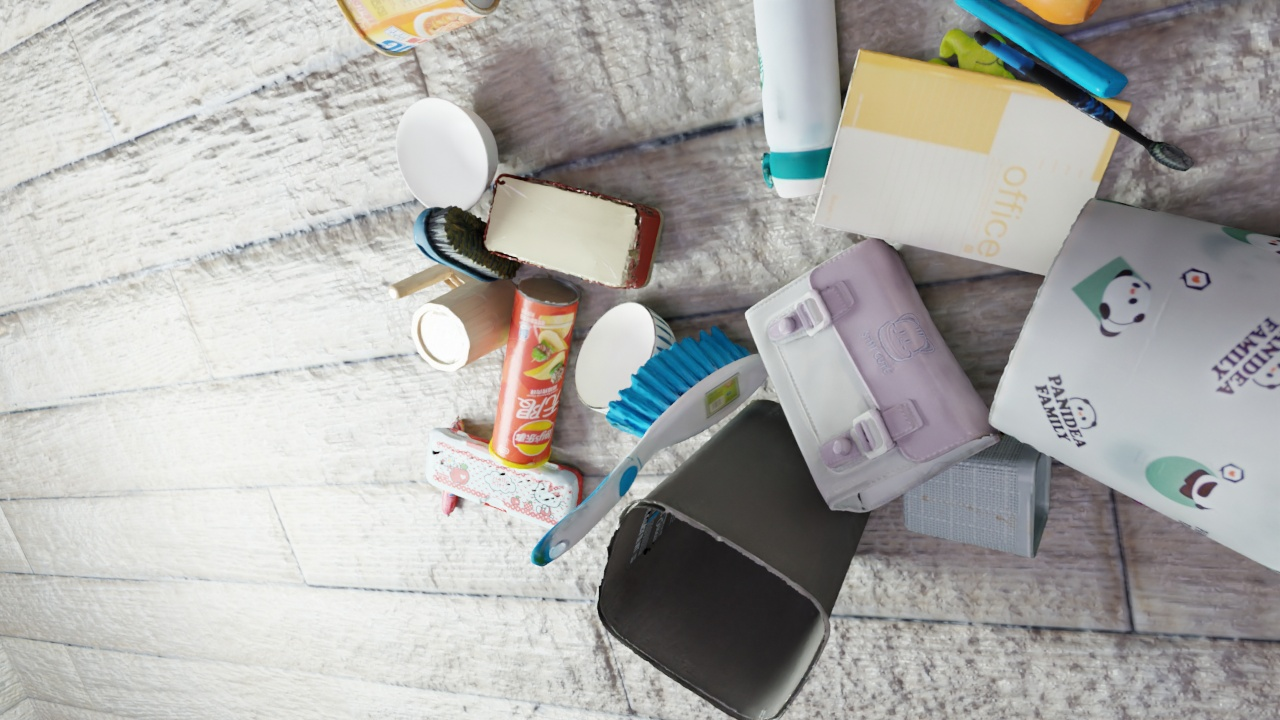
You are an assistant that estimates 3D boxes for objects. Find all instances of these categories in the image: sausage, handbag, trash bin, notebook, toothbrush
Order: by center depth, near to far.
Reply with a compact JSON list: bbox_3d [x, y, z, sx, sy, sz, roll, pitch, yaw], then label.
[{"bbox_3d":[0.400,0.013,0.629,0.252,0.228,0.230,25,121,25],"label":"trash bin"},{"bbox_3d":[0.327,-0.192,0.678,0.189,0.016,0.014,32,107,-1],"label":"toothbrush"},{"bbox_3d":[0.256,-0.154,0.729,0.206,0.010,0.146,14,118,7],"label":"notebook"},{"bbox_3d":[0.191,0.012,0.777,0.145,0.098,0.196,-34,62,25],"label":"handbag"},{"bbox_3d":[0.101,0.168,0.849,0.199,0.219,0.199,29,131,15],"label":"trash bin"},{"bbox_3d":[-0.237,0.136,1.164,0.020,0.020,0.156,23,120,20],"label":"sausage"}]

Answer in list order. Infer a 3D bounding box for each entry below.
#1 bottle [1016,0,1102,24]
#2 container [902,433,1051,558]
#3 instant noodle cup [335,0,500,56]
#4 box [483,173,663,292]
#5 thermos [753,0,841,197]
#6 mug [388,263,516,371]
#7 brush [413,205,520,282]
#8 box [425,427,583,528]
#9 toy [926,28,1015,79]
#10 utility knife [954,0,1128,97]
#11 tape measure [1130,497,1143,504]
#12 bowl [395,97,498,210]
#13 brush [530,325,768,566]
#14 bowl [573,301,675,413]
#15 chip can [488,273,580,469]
[{"bbox_3d":[0.266,-0.299,0.665,0.149,0.066,0.067,35,124,21],"label":"bottle"},{"bbox_3d":[0.294,0.107,0.806,0.112,0.089,0.090,6,113,31],"label":"container"},{"bbox_3d":[-0.205,-0.372,0.855,0.112,0.151,0.151,-5,108,22],"label":"instant noodle cup"},{"bbox_3d":[-0.072,-0.126,0.907,0.168,0.077,0.091,17,102,22],"label":"box"},{"bbox_3d":[0.128,-0.248,0.759,0.073,0.073,0.224,3,112,29],"label":"thermos"},{"bbox_3d":[-0.202,-0.056,1.009,0.124,0.103,0.084,43,125,7],"label":"mug"},{"bbox_3d":[-0.188,-0.119,0.957,0.074,0.143,0.055,-3,78,25],"label":"brush"},{"bbox_3d":[-0.166,0.139,1.095,0.201,0.047,0.087,17,118,17],"label":"box"},{"bbox_3d":[0.246,-0.210,0.730,0.100,0.031,0.097,-15,103,29],"label":"toy"},{"bbox_3d":[0.281,-0.253,0.692,0.185,0.034,0.018,39,134,13],"label":"utility knife"},{"bbox_3d":[0.414,0.091,0.747,0.058,0.056,0.039,43,132,25],"label":"tape measure"},{"bbox_3d":[-0.188,-0.217,0.955,0.118,0.064,0.118,12,117,26],"label":"bowl"},{"bbox_3d":[0.002,0.066,0.809,0.109,0.313,0.061,28,139,42],"label":"brush"},{"bbox_3d":[-0.006,0.005,0.933,0.117,0.116,0.066,-29,139,35],"label":"bowl"},{"bbox_3d":[-0.117,0.016,1.012,0.073,0.073,0.217,25,120,19],"label":"chip can"}]
